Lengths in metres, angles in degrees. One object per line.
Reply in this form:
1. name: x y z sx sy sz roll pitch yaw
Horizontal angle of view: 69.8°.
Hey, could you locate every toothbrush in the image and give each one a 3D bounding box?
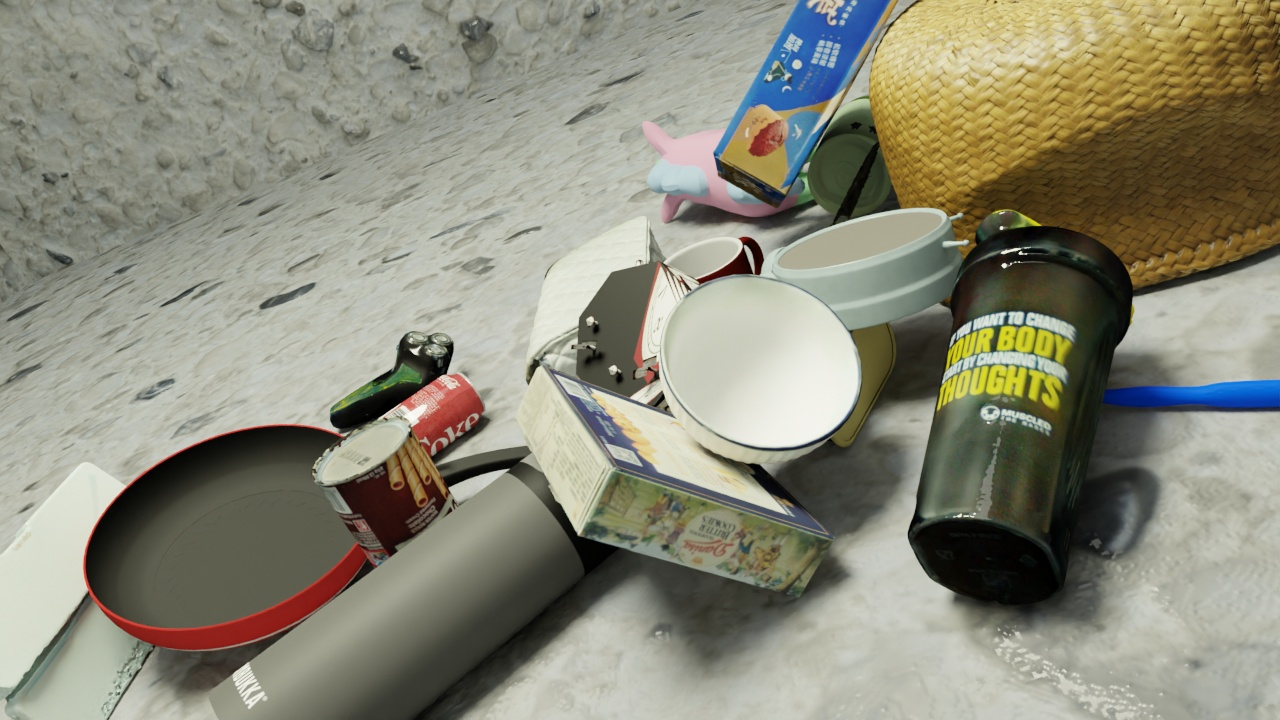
1. toothbrush: 0.289 0.022 0.508 0.183 0.016 0.018 -4 38 36

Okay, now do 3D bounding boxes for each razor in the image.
1. razor: -0.249 0.020 0.908 0.152 0.067 0.053 -26 21 15

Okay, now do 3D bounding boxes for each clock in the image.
1. clock: -0.004 0.004 0.673 0.115 0.065 0.154 20 91 40
2. clock: 0.139 -0.060 0.621 0.159 0.045 0.122 -12 19 20

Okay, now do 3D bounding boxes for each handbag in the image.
1. handbag: -0.036 -0.049 0.852 0.139 0.072 0.194 -26 25 16

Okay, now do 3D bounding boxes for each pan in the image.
1. pan: -0.229 0.116 0.702 0.356 0.067 0.208 -8 37 -7

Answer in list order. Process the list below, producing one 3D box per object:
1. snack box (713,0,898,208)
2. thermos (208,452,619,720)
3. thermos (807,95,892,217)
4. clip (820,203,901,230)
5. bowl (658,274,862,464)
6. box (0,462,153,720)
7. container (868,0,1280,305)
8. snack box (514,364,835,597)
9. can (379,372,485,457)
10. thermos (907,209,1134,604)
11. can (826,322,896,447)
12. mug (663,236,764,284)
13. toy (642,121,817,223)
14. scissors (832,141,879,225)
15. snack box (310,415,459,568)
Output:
1. snack box: 0.141 -0.237 0.771 0.203 0.069 0.155 -60 -2 8
2. thermos: -0.120 0.147 0.543 0.239 0.082 0.082 -36 29 -23
3. thermos: 0.215 -0.207 0.906 0.082 0.082 0.230 -12 21 22
4. clip: 0.193 -0.102 0.827 0.101 0.050 0.059 -39 23 -29
5. bowl: 0.065 0.014 0.547 0.118 0.062 0.118 4 58 -7
6. box: -0.411 0.174 0.676 0.041 0.134 0.196 -35 22 19
7. container: 0.324 -0.196 0.685 0.307 0.197 0.306 -18 26 9
8. snack box: 0.014 0.066 0.523 0.043 0.145 0.144 -63 26 9
9. can: -0.187 0.054 0.802 0.096 0.054 0.054 -37 29 -24
10. thermos: 0.203 0.017 0.487 0.098 0.098 0.220 -3 44 36
11. can: 0.111 0.008 0.636 0.092 0.056 0.116 -3 33 39
12. mug: 0.072 -0.056 0.757 0.073 0.082 0.105 6 39 45
13. toy: 0.095 -0.203 0.993 0.171 0.120 0.222 -14 26 -1
14. scissors: 0.152 -0.106 0.764 0.121 0.012 0.170 -16 59 45
15. snack box: -0.154 0.104 0.606 0.072 0.121 0.072 -19 26 10
